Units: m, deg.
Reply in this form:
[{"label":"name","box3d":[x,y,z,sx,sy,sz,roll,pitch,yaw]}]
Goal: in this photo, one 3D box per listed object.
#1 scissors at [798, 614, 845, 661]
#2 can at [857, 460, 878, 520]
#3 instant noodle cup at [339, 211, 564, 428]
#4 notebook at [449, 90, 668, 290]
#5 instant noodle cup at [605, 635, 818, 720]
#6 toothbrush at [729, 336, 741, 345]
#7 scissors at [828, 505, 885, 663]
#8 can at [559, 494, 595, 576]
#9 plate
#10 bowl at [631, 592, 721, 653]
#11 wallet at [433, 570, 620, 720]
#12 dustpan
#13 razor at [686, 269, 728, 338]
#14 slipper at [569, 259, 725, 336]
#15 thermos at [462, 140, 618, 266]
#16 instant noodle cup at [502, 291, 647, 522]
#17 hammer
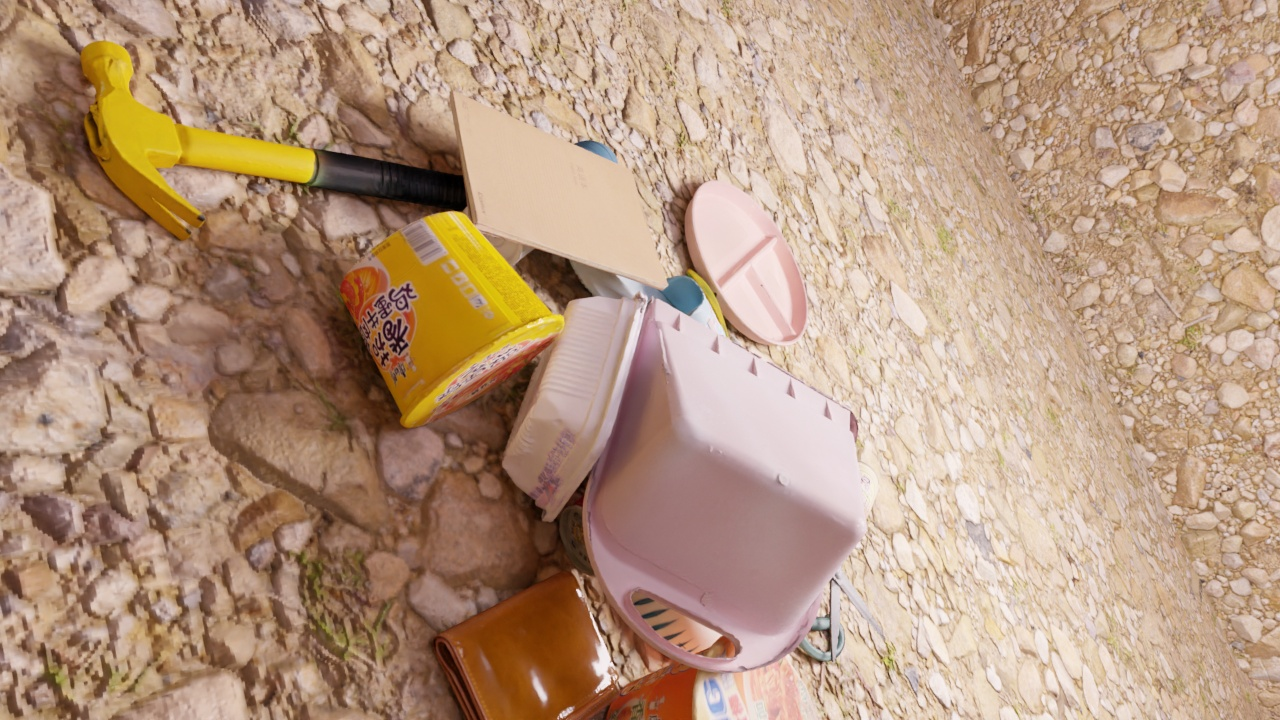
[{"label":"scissors","box3d":[0.166,0.249,0.950,0.181,0.019,0.169,58,34,-6]},{"label":"can","box3d":[0.236,0.166,1.059,0.058,0.059,0.116,56,35,-7]},{"label":"instant noodle cup","box3d":[-0.142,-0.033,0.666,0.110,0.138,0.137,54,35,6]},{"label":"notebook","box3d":[-0.071,-0.148,0.818,0.211,0.012,0.149,14,50,-42]},{"label":"instant noodle cup","box3d":[0.051,0.292,0.694,0.151,0.112,0.151,30,45,-36]},{"label":"toothbrush","box3d":[0.144,0.059,1.056,0.018,0.016,0.191,-11,75,-64]},{"label":"scissors","box3d":[0.202,0.221,0.959,0.159,0.014,0.180,25,64,-17]},{"label":"can","box3d":[-0.012,0.131,0.751,0.093,0.067,0.066,-18,81,-38]},{"label":"plate","box3d":[0.133,-0.120,1.153,0.229,0.028,0.229,29,47,-37]},{"label":"bowl","box3d":[0.052,0.197,0.800,0.116,0.066,0.116,30,46,-37]},{"label":"wallet","box3d":[-0.071,0.225,0.654,0.130,0.035,0.119,-14,78,-53]},{"label":"dustpan","box3d":[0.059,0.097,0.724,0.222,0.139,0.272,30,22,-9]},{"label":"razor","box3d":[0.080,-0.047,1.040,0.043,0.028,0.132,2,64,-47]},{"label":"slipper","box3d":[0.025,-0.055,0.912,0.245,0.074,0.104,41,15,-23]},{"label":"thermos","box3d":[-0.086,-0.155,0.869,0.070,0.070,0.219,54,36,-10]},{"label":"instant noodle cup","box3d":[-0.057,0.027,0.738,0.060,0.138,0.173,23,45,-11]},{"label":"hammer","box3d":[-0.249,-0.144,0.687,0.300,0.033,0.128,-1,68,-52]}]
